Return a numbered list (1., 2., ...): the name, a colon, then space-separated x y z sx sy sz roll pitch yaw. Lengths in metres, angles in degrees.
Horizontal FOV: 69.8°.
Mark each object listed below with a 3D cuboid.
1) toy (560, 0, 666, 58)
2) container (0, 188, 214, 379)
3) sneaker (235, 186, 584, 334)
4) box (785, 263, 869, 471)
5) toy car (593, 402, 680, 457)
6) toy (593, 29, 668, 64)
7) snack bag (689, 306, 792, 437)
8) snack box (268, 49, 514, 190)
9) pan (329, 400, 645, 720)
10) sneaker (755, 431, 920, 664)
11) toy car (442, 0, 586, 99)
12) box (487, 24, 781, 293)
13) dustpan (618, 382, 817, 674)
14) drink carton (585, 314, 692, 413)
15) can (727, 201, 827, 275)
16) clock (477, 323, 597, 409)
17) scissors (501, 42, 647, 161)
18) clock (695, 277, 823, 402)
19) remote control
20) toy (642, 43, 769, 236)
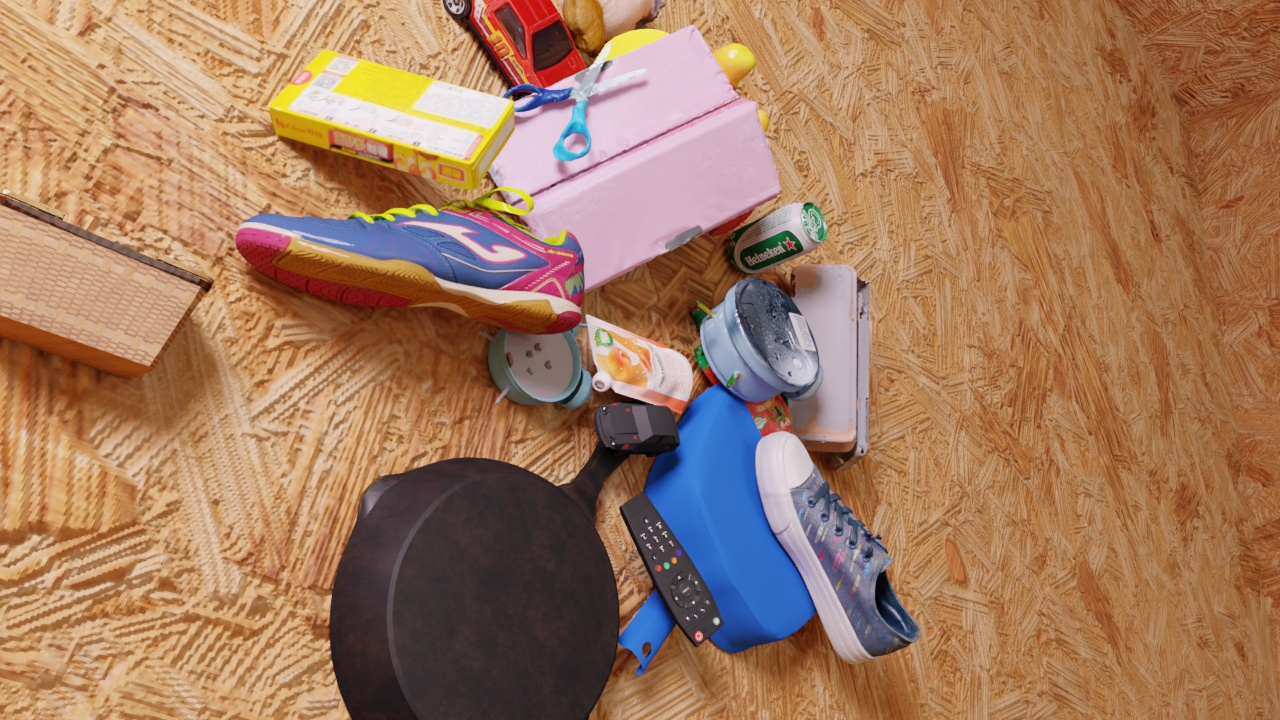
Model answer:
1. toy: -0.038 -0.353 0.879 0.133 0.076 0.175 57 40 -33
2. container: -0.305 -0.036 0.498 0.114 0.063 0.061 27 64 -36
3. sneaker: -0.151 -0.080 0.642 0.241 0.116 0.091 11 76 -32
4. box: 0.200 0.001 0.999 0.107 0.095 0.215 14 63 -16
5. toy car: 0.000 0.054 0.752 0.091 0.036 0.042 8 61 -51
6. toy: 0.003 -0.262 0.835 0.094 0.041 0.095 -4 65 -2
7. snack bag: 0.093 0.014 0.907 0.087 0.044 0.155 -34 94 -46
8. snack box: -0.171 -0.169 0.640 0.152 0.025 0.075 17 52 8
9. pan: -0.069 0.140 0.683 0.249 0.043 0.354 55 45 -16
10. sneaker: 0.185 0.167 0.845 0.087 0.079 0.235 -34 100 -55
11. toy car: -0.101 -0.284 0.804 0.189 0.056 0.081 58 45 -17
12. box: -0.007 -0.171 0.775 0.232 0.059 0.179 -29 98 -13
13. dustpan: 0.064 0.178 0.795 0.245 0.060 0.256 63 33 -8
14. drink carton: -0.005 0.005 0.786 0.122 0.039 0.069 21 52 -51
15. can: 0.140 -0.126 0.954 0.053 0.101 0.053 19 62 -40
16. clock: -0.070 -0.003 0.738 0.123 0.042 0.087 -8 81 -45
17. scissors: -0.059 -0.226 0.762 0.110 0.015 0.132 24 70 7
18. clock: 0.125 -0.016 0.884 0.161 0.060 0.118 8 57 -45
19. remote control: 0.023 0.163 0.723 0.039 0.010 0.124 -30 90 -35
20. toy: 0.053 -0.211 0.891 0.147 0.099 0.216 1 68 -6
